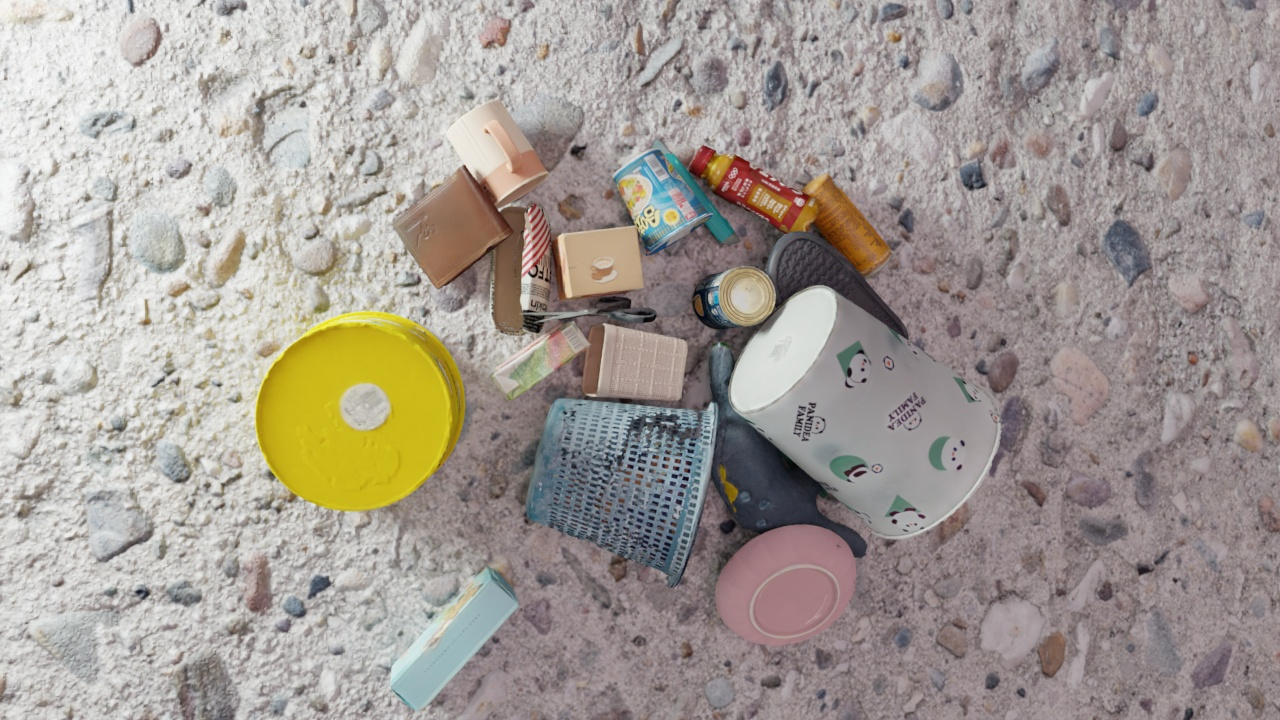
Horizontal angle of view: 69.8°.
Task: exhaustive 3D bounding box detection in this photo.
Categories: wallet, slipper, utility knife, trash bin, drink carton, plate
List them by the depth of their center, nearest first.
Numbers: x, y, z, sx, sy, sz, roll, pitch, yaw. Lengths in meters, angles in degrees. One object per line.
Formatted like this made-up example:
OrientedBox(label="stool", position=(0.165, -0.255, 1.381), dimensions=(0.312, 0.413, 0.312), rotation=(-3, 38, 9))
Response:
OrientedBox(label="trash bin", position=(-0.302, 0.054, 0.996), dimensions=(0.229, 0.255, 0.229), rotation=(0, 90, -13))
OrientedBox(label="trash bin", position=(-0.027, 0.137, 1.097), dimensions=(0.195, 0.226, 0.226), rotation=(14, 87, -1))
OrientedBox(label="wallet", position=(-0.227, -0.160, 1.103), dimensions=(0.125, 0.032, 0.101), rotation=(-34, 97, 18))
OrientedBox(label="trash bin", position=(0.260, 0.054, 1.111), dimensions=(0.252, 0.230, 0.229), rotation=(36, 82, -19))
OrientedBox(label="drink carton", position=(-0.126, -0.001, 1.141), dimensions=(0.122, 0.053, 0.045), rotation=(-35, 96, -11))
OrientedBox(label="plate", position=(0.193, 0.301, 1.185), dimensions=(0.192, 0.039, 0.193), rotation=(-5, 118, -10))
OrientedBox(label="utility knife", position=(0.071, -0.220, 1.208), dimensions=(0.029, 0.013, 0.174), rotation=(-39, 95, -13))
OrientedBox(label="slipper", position=(0.249, -0.071, 1.225), dimensions=(0.268, 0.083, 0.110), rotation=(36, 88, -29))

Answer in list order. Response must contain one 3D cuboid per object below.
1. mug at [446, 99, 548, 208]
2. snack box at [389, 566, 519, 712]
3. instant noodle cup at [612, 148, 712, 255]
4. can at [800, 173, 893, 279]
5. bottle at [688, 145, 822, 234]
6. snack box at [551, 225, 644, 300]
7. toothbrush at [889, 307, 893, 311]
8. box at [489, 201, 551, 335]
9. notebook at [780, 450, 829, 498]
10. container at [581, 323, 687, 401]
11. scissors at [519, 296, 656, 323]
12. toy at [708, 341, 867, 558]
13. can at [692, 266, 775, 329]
OrientedBox(label="mug", position=(-0.170, -0.250, 1.099), dimensions=(0.081, 0.115, 0.106), rotation=(-34, 95, -11))
OrientedBox(label="snack box", position=(-0.225, 0.333, 1.108), dimensions=(0.051, 0.074, 0.174), rotation=(46, 80, -10))
OrientedBox(label="instant noodle cup", position=(0.022, -0.204, 1.159), dimensions=(0.099, 0.099, 0.110), rotation=(-31, 91, -12))
OrientedBox(label="can", position=(0.273, -0.180, 1.233), dimensions=(0.058, 0.058, 0.146), rotation=(-44, 100, -10))
OrientedBox(label="bottle", position=(0.147, -0.221, 1.190), dimensions=(0.175, 0.057, 0.057), rotation=(30, 83, 4))
OrientedBox(label="snack box", position=(-0.054, -0.118, 1.136), dimensions=(0.092, 0.094, 0.077), rotation=(-8, 92, -14))
OrientedBox(label="toothbrush", position=(0.281, -0.118, 1.257), dimensions=(0.180, 0.016, 0.016), rotation=(37, 76, -10))
OrientedBox(label="box", position=(-0.152, -0.112, 1.137), dimensions=(0.086, 0.076, 0.163), rotation=(-1, 88, 21))
OrientedBox(label="notebook", position=(0.229, 0.064, 1.247), dimensions=(0.209, 0.012, 0.150), rotation=(45, 82, -9))
OrientedBox(label="container", position=(-0.007, 0.007, 1.153), dimensions=(0.111, 0.090, 0.090), rotation=(8, 88, -16))
OrientedBox(label="scissors", position=(-0.057, -0.058, 1.116), dimensions=(0.163, 0.164, 0.014), rotation=(11, 108, 8))
OrientedBox(label="toy", position=(0.162, 0.144, 1.190), dimensions=(0.137, 0.091, 0.356), rotation=(-36, 101, -13))
OrientedBox(label="can", position=(0.118, -0.078, 1.169), dimensions=(0.075, 0.111, 0.075), rotation=(0, 90, -14))
